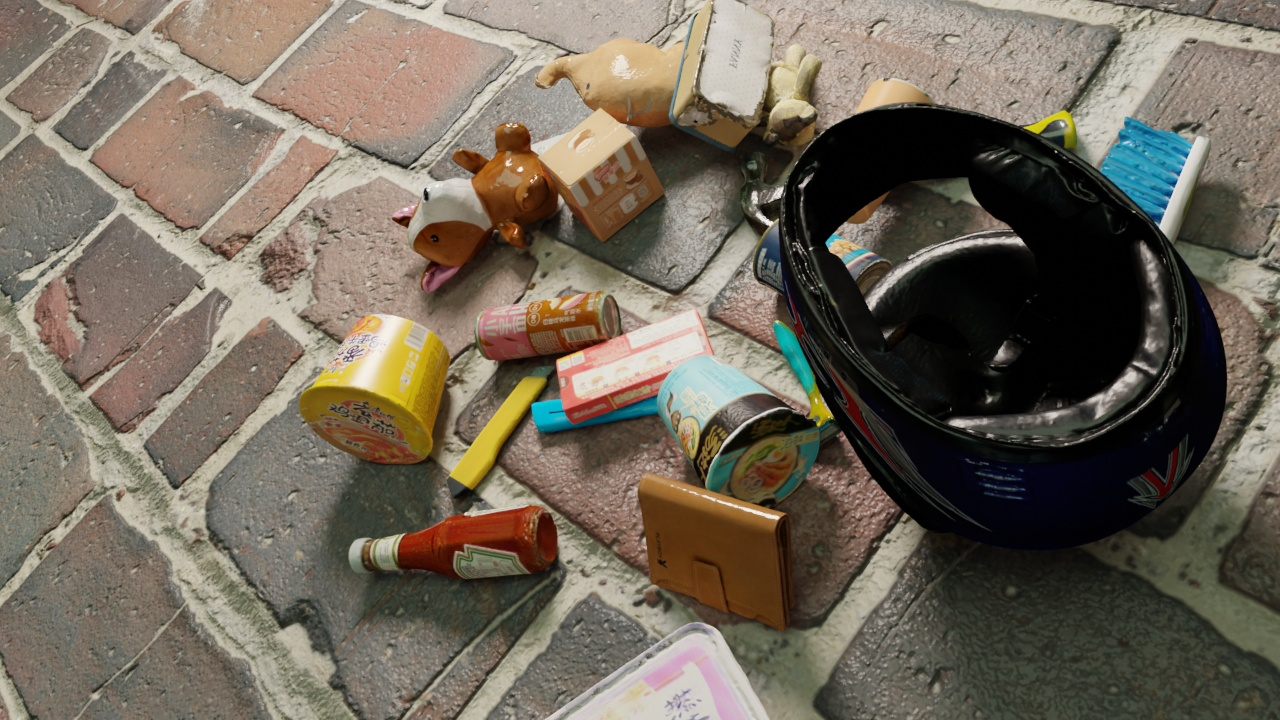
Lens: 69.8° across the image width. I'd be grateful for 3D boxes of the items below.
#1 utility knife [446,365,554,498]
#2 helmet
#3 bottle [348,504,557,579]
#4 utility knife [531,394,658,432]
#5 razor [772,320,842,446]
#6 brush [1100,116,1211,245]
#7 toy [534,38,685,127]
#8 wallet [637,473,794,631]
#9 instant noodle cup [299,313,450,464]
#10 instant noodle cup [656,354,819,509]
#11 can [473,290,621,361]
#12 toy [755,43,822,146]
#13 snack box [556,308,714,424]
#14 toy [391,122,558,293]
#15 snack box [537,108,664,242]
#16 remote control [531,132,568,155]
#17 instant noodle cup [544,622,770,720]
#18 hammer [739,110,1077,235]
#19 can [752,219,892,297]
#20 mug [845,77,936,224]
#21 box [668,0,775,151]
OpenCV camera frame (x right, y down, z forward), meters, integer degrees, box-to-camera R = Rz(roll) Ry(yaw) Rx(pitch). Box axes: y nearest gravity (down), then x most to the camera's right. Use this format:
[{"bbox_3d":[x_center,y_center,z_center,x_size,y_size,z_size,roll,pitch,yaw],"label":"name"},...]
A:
[{"bbox_3d":[-0.141,0.070,0.935,0.033,0.015,0.169,26,71,29],"label":"utility knife"},{"bbox_3d":[0.245,-0.014,0.662,0.247,0.240,0.315,-38,60,2],"label":"helmet"},{"bbox_3d":[-0.179,0.174,0.856,0.206,0.060,0.059,-10,55,20],"label":"bottle"},{"bbox_3d":[-0.015,0.043,0.894,0.198,0.018,0.034,-9,54,17],"label":"utility knife"},{"bbox_3d":[0.146,0.017,0.829,0.043,0.028,0.132,-44,46,34],"label":"razor"},{"bbox_3d":[0.404,-0.068,0.756,0.109,0.060,0.314,21,72,30],"label":"brush"},{"bbox_3d":[-0.011,-0.322,1.058,0.226,0.083,0.143,0,42,-3],"label":"toy"},{"bbox_3d":[0.059,0.152,0.736,0.132,0.108,0.031,13,31,36],"label":"wallet"},{"bbox_3d":[-0.267,0.026,0.954,0.138,0.138,0.109,-4,49,22],"label":"instant noodle cup"},{"bbox_3d":[0.074,0.057,0.794,0.111,0.111,0.120,-39,43,-4],"label":"instant noodle cup"},{"bbox_3d":[-0.097,-0.035,0.957,0.147,0.058,0.057,-7,56,20],"label":"can"},{"bbox_3d":[0.163,-0.291,1.006,0.105,0.066,0.156,-30,37,33],"label":"toy"},{"bbox_3d":[-0.005,0.005,0.894,0.153,0.025,0.075,-20,42,5],"label":"snack box"},{"bbox_3d":[-0.195,-0.178,1.066,0.200,0.130,0.140,-29,63,15],"label":"toy"},{"bbox_3d":[-0.043,-0.206,1.024,0.092,0.094,0.077,-39,51,-4],"label":"snack box"},{"bbox_3d":[-0.095,-0.253,1.127,0.135,0.019,0.056,-15,53,15],"label":"remote control"},{"bbox_3d":[0.017,0.297,0.682,0.173,0.060,0.138,-33,51,-1],"label":"instant noodle cup"},{"bbox_3d":[0.258,-0.188,0.914,0.324,0.032,0.126,-10,55,18],"label":"hammer"},{"bbox_3d":[0.170,-0.081,0.854,0.075,0.075,0.111,-46,52,-10],"label":"can"},{"bbox_3d":[0.220,-0.195,0.869,0.078,0.078,0.122,26,75,35],"label":"mug"},{"bbox_3d":[0.091,-0.321,0.994,0.060,0.089,0.183,-41,29,54],"label":"box"}]
